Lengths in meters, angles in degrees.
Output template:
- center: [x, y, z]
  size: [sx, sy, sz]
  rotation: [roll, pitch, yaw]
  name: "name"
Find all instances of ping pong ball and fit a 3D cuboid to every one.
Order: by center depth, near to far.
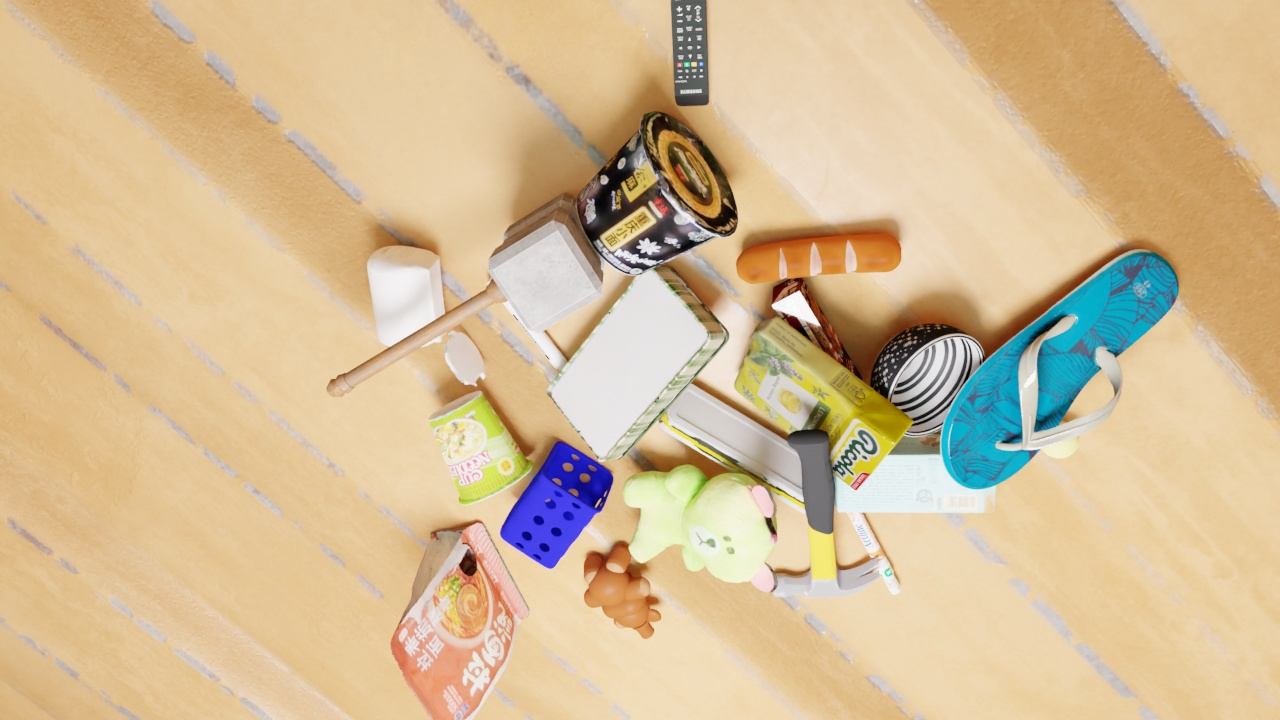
- center: [0.444, 0.084, 0.975]
  size: [0.040, 0.040, 0.040]
  rotation: [4, 116, 8]
  name: "ping pong ball"

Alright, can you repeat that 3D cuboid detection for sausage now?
- center: [0.179, -0.104, 0.930]
  size: [0.164, 0.044, 0.039]
  rotation: [-4, 120, 13]
  name: "sausage"

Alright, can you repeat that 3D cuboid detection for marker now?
- center: [-0.127, -0.041, 1.034]
  size: [0.133, 0.017, 0.020]
  rotation: [53, 150, -16]
  name: "marker"
- center: [0.274, 0.218, 1.086]
  size: [0.017, 0.017, 0.145]
  rotation: [-24, 109, 20]
  name: "marker"

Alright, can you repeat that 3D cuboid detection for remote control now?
- center: [0.047, -0.314, 0.867]
  size: [0.033, 0.015, 0.147]
  rotation: [1, 116, 10]
  name: "remote control"

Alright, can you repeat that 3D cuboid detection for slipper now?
- center: [0.413, 0.015, 0.906]
  size: [0.118, 0.060, 0.295]
  rotation: [39, 104, -10]
  name: "slipper"

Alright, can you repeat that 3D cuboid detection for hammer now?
- center: [-0.188, -0.043, 0.929]
  size: [0.318, 0.162, 0.083]
  rotation: [-30, 108, 10]
  name: "hammer"
- center: [0.197, 0.178, 1.006]
  size: [0.127, 0.029, 0.324]
  rotation: [-2, 139, 12]
  name: "hammer"

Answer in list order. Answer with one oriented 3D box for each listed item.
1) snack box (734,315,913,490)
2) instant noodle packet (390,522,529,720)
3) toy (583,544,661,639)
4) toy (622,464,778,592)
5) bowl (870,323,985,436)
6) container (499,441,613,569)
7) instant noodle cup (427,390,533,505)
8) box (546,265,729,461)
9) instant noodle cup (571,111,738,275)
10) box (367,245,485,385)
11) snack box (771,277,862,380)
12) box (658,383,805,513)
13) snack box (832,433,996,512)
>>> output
- center: [0.178, 0.044, 0.945]
  size: [0.181, 0.045, 0.121]
  rotation: [40, 153, 14]
  name: "snack box"
- center: [-0.232, 0.332, 1.122]
  size: [0.084, 0.220, 0.164]
  rotation: [-15, 113, 18]
  name: "instant noodle packet"
- center: [-0.019, 0.299, 1.164]
  size: [0.095, 0.065, 0.128]
  rotation: [-19, 120, 27]
  name: "toy"
- center: [0.078, 0.180, 1.037]
  size: [0.197, 0.107, 0.150]
  rotation: [6, 117, 29]
  name: "toy"
- center: [0.285, 0.011, 0.948]
  size: [0.120, 0.066, 0.120]
  rotation: [-13, 124, -20]
  name: "bowl"
- center: [-0.101, 0.174, 1.097]
  size: [0.085, 0.084, 0.114]
  rotation: [34, 118, -5]
  name: "container"
- center: [-0.193, 0.099, 1.075]
  size: [0.099, 0.098, 0.108]
  rotation: [-22, 102, 20]
  name: "instant noodle cup"
- center: [-0.006, 0.006, 0.990]
  size: [0.117, 0.050, 0.206]
  rotation: [48, 118, 20]
  name: "box"
- center: [0.011, -0.152, 0.895]
  size: [0.113, 0.137, 0.137]
  rotation: [-33, 106, 32]
  name: "instant noodle cup"
- center: [-0.234, -0.046, 1.017]
  size: [0.126, 0.084, 0.156]
  rotation: [3, 118, 2]
  name: "box"
- center: [0.188, -0.018, 0.966]
  size: [0.032, 0.050, 0.141]
  rotation: [-27, 108, 21]
  name: "snack box"
- center: [0.117, 0.099, 1.029]
  size: [0.209, 0.064, 0.037]
  rotation: [31, 139, -6]
  name: "box"
- center: [0.301, 0.124, 1.015]
  size: [0.175, 0.053, 0.075]
  rotation: [-2, 115, 10]
  name: "snack box"
